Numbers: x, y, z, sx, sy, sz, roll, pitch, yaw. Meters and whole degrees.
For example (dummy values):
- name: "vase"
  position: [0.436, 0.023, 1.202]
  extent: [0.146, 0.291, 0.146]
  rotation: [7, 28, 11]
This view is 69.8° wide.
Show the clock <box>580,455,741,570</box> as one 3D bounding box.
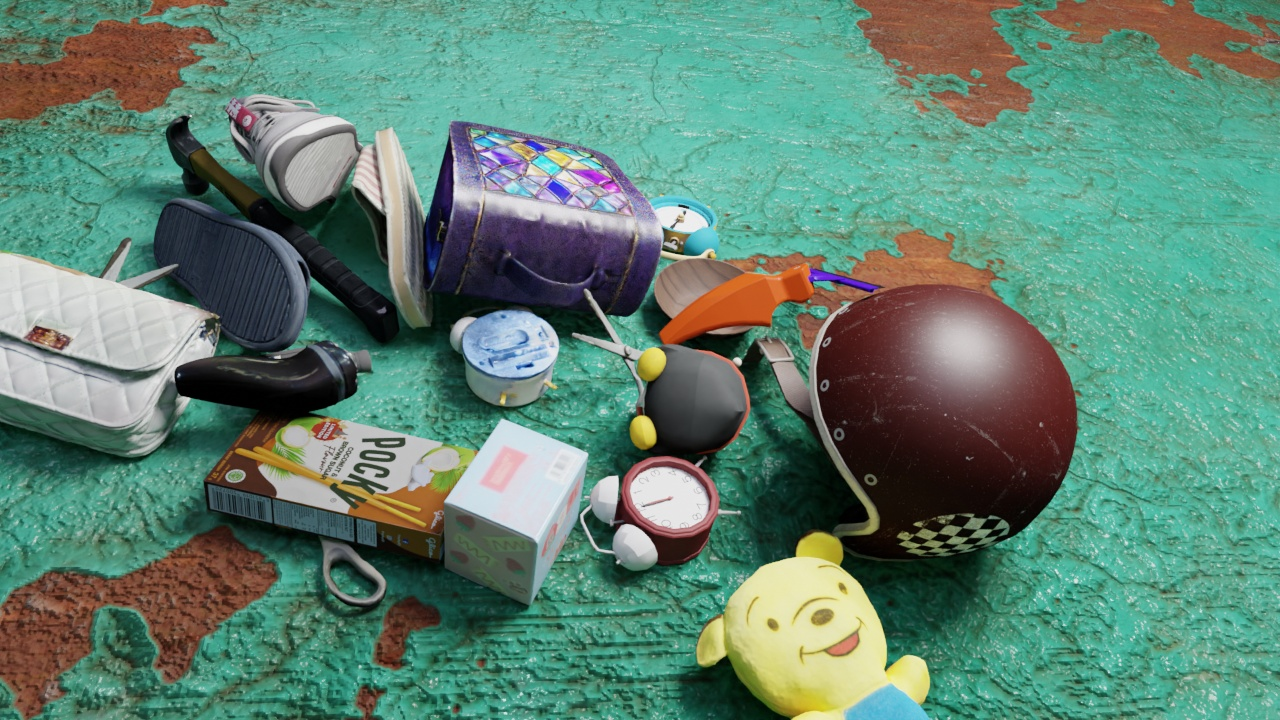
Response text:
- name: "clock"
  position: [0.012, 0.127, 0.765]
  extent: [0.124, 0.044, 0.087]
  rotation: [-12, 50, -23]

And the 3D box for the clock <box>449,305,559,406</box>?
- name: "clock"
  position: [-0.129, -0.012, 0.868]
  extent: [0.088, 0.052, 0.125]
  rotation: [-15, 51, -23]

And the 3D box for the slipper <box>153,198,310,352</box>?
- name: "slipper"
  position: [-0.366, -0.086, 0.863]
  extent: [0.264, 0.101, 0.082]
  rotation: [29, 12, 35]

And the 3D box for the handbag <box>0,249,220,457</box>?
- name: "handbag"
  position: [-0.468, -0.011, 0.757]
  extent: [0.195, 0.073, 0.138]
  rotation: [17, 57, -2]

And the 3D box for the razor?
- name: "razor"
  position: [-0.308, 0.010, 0.761]
  extent: [0.140, 0.053, 0.063]
  rotation: [2, 53, -15]

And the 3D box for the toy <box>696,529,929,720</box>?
- name: "toy"
  position: [0.138, 0.236, 0.656]
  extent: [0.148, 0.084, 0.214]
  rotation: [-13, 48, -31]

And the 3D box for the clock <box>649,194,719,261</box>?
- name: "clock"
  position: [0.042, -0.149, 1.044]
  extent: [0.099, 0.044, 0.129]
  rotation: [13, 38, 2]

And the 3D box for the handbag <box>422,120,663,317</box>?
- name: "handbag"
  position: [-0.102, -0.126, 0.897]
  extent: [0.204, 0.126, 0.221]
  rotation: [7, 35, -26]

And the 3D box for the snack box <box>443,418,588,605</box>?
- name: "snack box"
  position: [-0.098, 0.118, 0.716]
  extent: [0.079, 0.095, 0.092]
  rotation: [21, 46, 10]

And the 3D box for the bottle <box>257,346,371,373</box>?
- name: "bottle"
  position: [-0.297, 0.011, 0.816]
  extent: [0.112, 0.047, 0.047]
  rotation: [-12, 50, -22]

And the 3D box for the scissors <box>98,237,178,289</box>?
- name: "scissors"
  position: [-0.520, -0.034, 0.821]
  extent: [0.179, 0.015, 0.199]
  rotation: [-1, 57, -3]

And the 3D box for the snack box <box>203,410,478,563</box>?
- name: "snack box"
  position: [-0.236, 0.096, 0.742]
  extent: [0.186, 0.032, 0.100]
  rotation: [13, 35, 1]

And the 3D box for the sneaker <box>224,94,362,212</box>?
- name: "sneaker"
  position: [-0.353, -0.217, 0.899]
  extent: [0.128, 0.097, 0.263]
  rotation: [29, 4, -15]

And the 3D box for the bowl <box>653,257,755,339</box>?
- name: "bowl"
  position: [0.071, -0.058, 0.964]
  extent: [0.119, 0.032, 0.119]
  rotation: [6, 45, -6]

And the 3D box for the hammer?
- name: "hammer"
  position: [-0.361, -0.133, 0.912]
  extent: [0.333, 0.118, 0.025]
  rotation: [38, 59, 17]

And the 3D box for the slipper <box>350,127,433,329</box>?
- name: "slipper"
  position: [-0.253, -0.138, 0.930]
  extent: [0.052, 0.115, 0.262]
  rotation: [-17, 51, -2]

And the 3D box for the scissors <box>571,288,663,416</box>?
- name: "scissors"
  position: [-0.004, -0.010, 0.863]
  extent: [0.164, 0.014, 0.141]
  rotation: [-28, 100, -52]

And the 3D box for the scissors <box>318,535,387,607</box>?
- name: "scissors"
  position: [-0.239, 0.131, 0.735]
  extent: [0.153, 0.013, 0.163]
  rotation: [-11, 45, -24]

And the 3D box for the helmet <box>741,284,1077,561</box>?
- name: "helmet"
  position: [0.230, 0.050, 0.781]
  extent: [0.234, 0.254, 0.232]
  rotation: [16, 54, -7]

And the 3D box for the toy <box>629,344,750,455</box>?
- name: "toy"
  position: [0.050, 0.036, 0.827]
  extent: [0.100, 0.097, 0.119]
  rotation: [7, 3, 13]

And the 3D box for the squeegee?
- name: "squeegee"
  position: [0.105, -0.055, 0.874]
  extent: [0.185, 0.055, 0.249]
  rotation: [-24, 9, 2]
